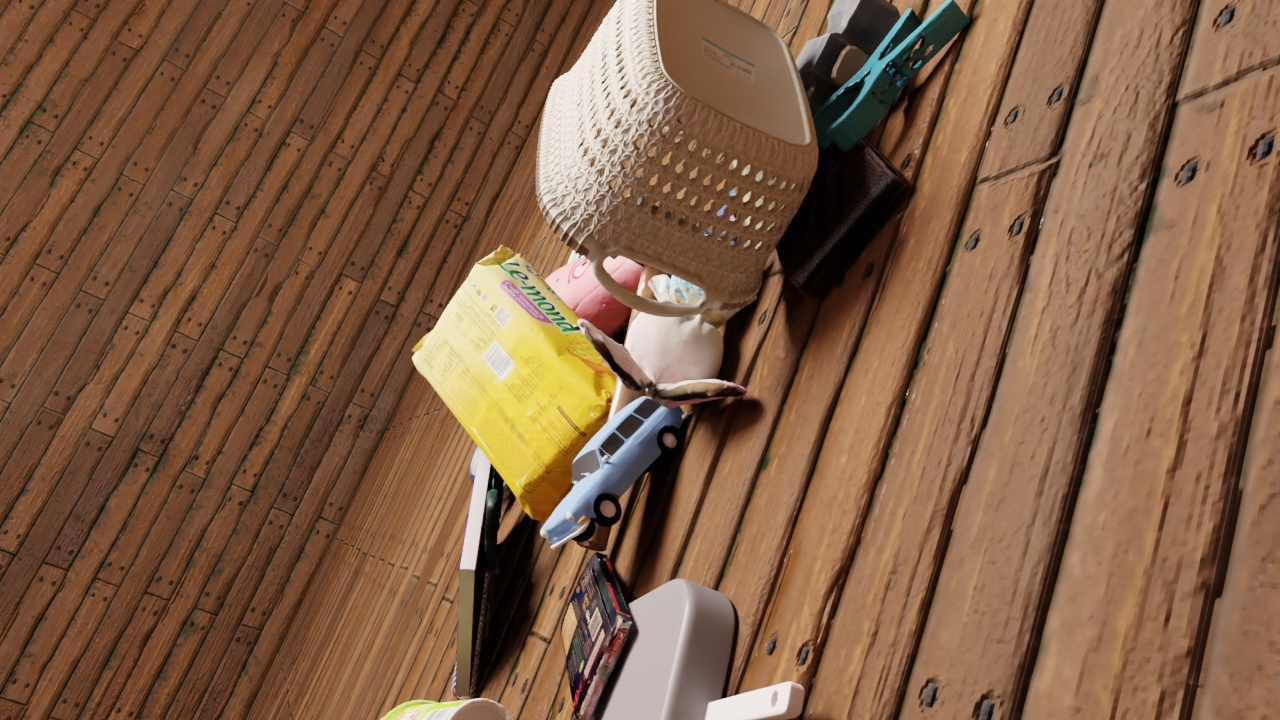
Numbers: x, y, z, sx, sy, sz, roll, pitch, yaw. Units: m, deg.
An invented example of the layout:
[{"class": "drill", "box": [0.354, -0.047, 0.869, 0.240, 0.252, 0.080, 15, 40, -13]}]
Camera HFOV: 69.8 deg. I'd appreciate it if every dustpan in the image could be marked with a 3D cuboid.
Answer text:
[{"class": "dustpan", "box": [0.016, 0.204, 0.526, 0.258, 0.033, 0.162, 129, 161, -57]}]

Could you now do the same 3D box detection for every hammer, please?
[{"class": "hammer", "box": [-0.005, 0.005, 0.800, 0.052, 0.098, 0.327, -28, 45, 57]}, {"class": "hammer", "box": [0.130, -0.255, 0.848, 0.117, 0.051, 0.323, -63, 15, 6]}]

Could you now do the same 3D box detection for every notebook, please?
[{"class": "notebook", "box": [-0.167, 0.205, 0.932, 0.208, 0.022, 0.172, -96, 12, -60]}]

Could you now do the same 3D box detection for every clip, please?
[{"class": "clip", "box": [0.174, -0.195, 0.634, 0.127, 0.028, 0.113, -45, 17, 11]}]

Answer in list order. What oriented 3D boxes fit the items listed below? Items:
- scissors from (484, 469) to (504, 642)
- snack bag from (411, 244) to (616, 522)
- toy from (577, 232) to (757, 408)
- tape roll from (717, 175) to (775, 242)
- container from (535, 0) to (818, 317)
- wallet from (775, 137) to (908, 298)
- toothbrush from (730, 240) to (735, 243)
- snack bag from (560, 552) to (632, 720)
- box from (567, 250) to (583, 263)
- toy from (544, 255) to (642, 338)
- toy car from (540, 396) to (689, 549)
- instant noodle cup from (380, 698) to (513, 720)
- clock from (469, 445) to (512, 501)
[{"class": "scissors", "box": [-0.143, 0.166, 0.896, 0.204, 0.015, 0.201, 108, 162, -64]}, {"class": "snack bag", "box": [-0.115, 0.020, 0.877, 0.160, 0.247, 0.068, -50, -23, 17]}, {"class": "toy", "box": [0.031, -0.030, 0.728, 0.106, 0.131, 0.204, 108, -175, -46]}, {"class": "tape roll", "box": [0.104, -0.137, 0.761, 0.093, 0.016, 0.091, -51, 29, 11]}, {"class": "container", "box": [0.030, -0.163, 0.669, 0.143, 0.184, 0.245, -54, 26, 38]}, {"class": "wallet", "box": [0.134, -0.109, 0.650, 0.100, 0.031, 0.119, -51, 19, 23]}, {"class": "toothbrush", "box": [0.080, -0.102, 0.803, 0.135, 0.021, 0.016, -57, 15, 6]}, {"class": "snack bag", "box": [-0.036, 0.193, 0.663, 0.155, 0.018, 0.074, -147, 80, -81]}, {"class": "box", "box": [-0.081, -0.056, 1.154, 0.126, 0.075, 0.197, 9, 74, 50]}, {"class": "toy", "box": [-0.048, -0.069, 0.973, 0.191, 0.097, 0.237, -49, 10, -36]}, {"class": "toy car", "box": [-0.022, 0.083, 0.706, 0.153, 0.055, 0.056, -44, 3, -39]}, {"class": "instant noodle cup", "box": [-0.155, 0.317, 0.739, 0.108, 0.099, 0.098, -33, 33, 43]}, {"class": "clock", "box": [-0.165, 0.123, 1.111, 0.090, 0.052, 0.129, -61, 22, 3]}]
